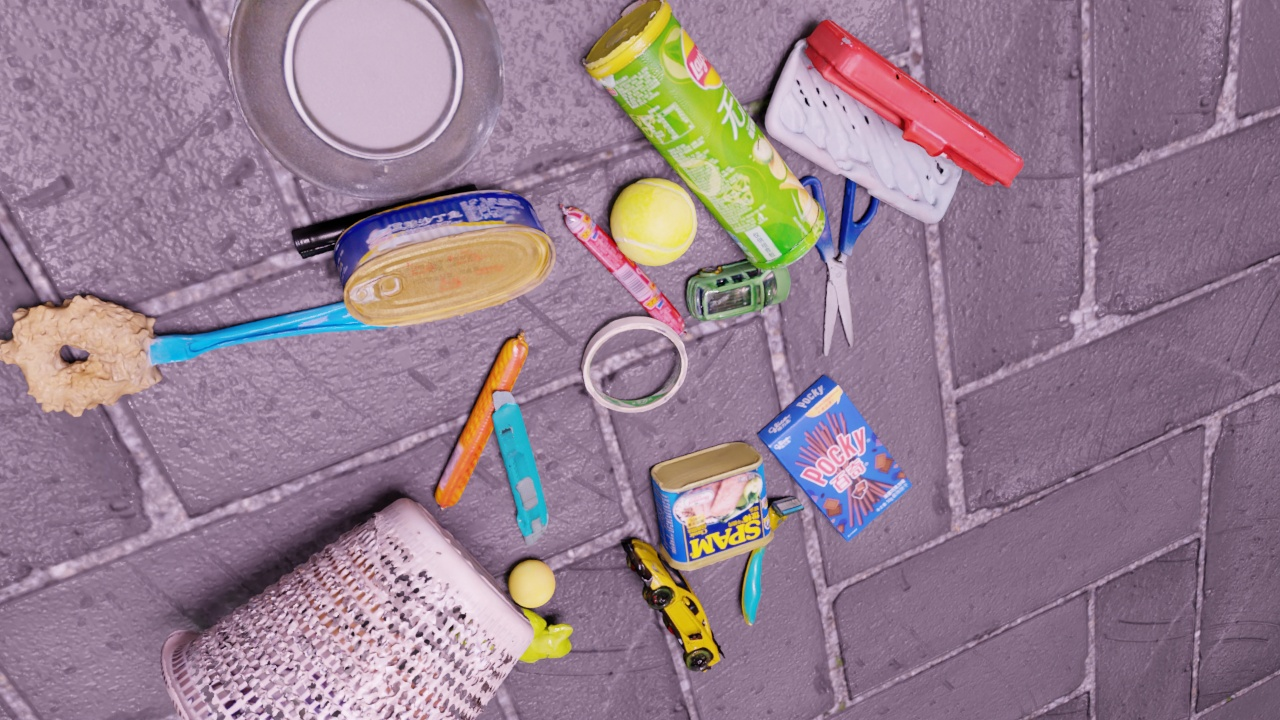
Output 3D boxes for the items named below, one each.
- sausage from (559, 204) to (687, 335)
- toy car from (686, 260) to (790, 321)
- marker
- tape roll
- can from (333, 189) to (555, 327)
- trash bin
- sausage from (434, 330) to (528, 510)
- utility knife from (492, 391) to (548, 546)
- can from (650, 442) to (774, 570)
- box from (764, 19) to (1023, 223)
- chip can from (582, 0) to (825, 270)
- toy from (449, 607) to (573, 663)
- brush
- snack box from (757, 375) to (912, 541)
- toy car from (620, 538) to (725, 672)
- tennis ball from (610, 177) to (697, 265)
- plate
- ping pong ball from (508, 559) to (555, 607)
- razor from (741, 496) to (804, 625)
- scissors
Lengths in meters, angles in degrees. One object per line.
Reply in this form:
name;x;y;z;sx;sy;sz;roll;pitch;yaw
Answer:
sausage;-0.011;-0.069;0.723;0.020;0.020;0.156;-44;120;1
toy car;0.083;-0.058;0.756;0.091;0.036;0.043;-17;115;-18
marker;-0.177;-0.099;0.647;0.132;0.022;0.020;-17;151;-13
tape roll;-0.004;0.004;0.750;0.085;0.014;0.086;-5;122;-8
can;-0.137;-0.073;0.643;0.148;0.049;0.075;-16;142;-16
trash bin;-0.196;0.218;0.681;0.192;0.228;0.227;-44;120;-14
sausage;-0.127;0.050;0.729;0.021;0.021;0.165;21;103;-27
utility knife;-0.098;0.090;0.750;0.029;0.013;0.165;-27;128;-24
can;0.063;0.127;0.814;0.102;0.057;0.083;-16;114;-14
box;0.193;-0.175;0.726;0.201;0.095;0.099;21;120;-28
chip can;0.054;-0.159;0.680;0.072;0.072;0.221;-44;119;1
toy;-0.110;0.239;0.803;0.097;0.031;0.100;-19;138;15
brush;-0.293;-0.017;0.633;0.254;0.046;0.083;-10;111;-21
snack box;0.185;0.095;0.863;0.084;0.026;0.157;-41;120;0
toy car;0.030;0.220;0.832;0.041;0.071;0.156;-32;118;-4
tennis ball;0.010;-0.104;0.690;0.065;0.065;0.065;-8;114;-18
plate;-0.176;-0.192;0.607;0.179;0.024;0.180;-8;114;-18
ping pong ball;-0.094;0.192;0.791;0.040;0.040;0.040;-8;114;-18
razor;0.118;0.193;0.878;0.043;0.028;0.133;-6;115;-53
scissors;0.177;-0.088;0.791;0.141;0.012;0.171;-43;121;1
